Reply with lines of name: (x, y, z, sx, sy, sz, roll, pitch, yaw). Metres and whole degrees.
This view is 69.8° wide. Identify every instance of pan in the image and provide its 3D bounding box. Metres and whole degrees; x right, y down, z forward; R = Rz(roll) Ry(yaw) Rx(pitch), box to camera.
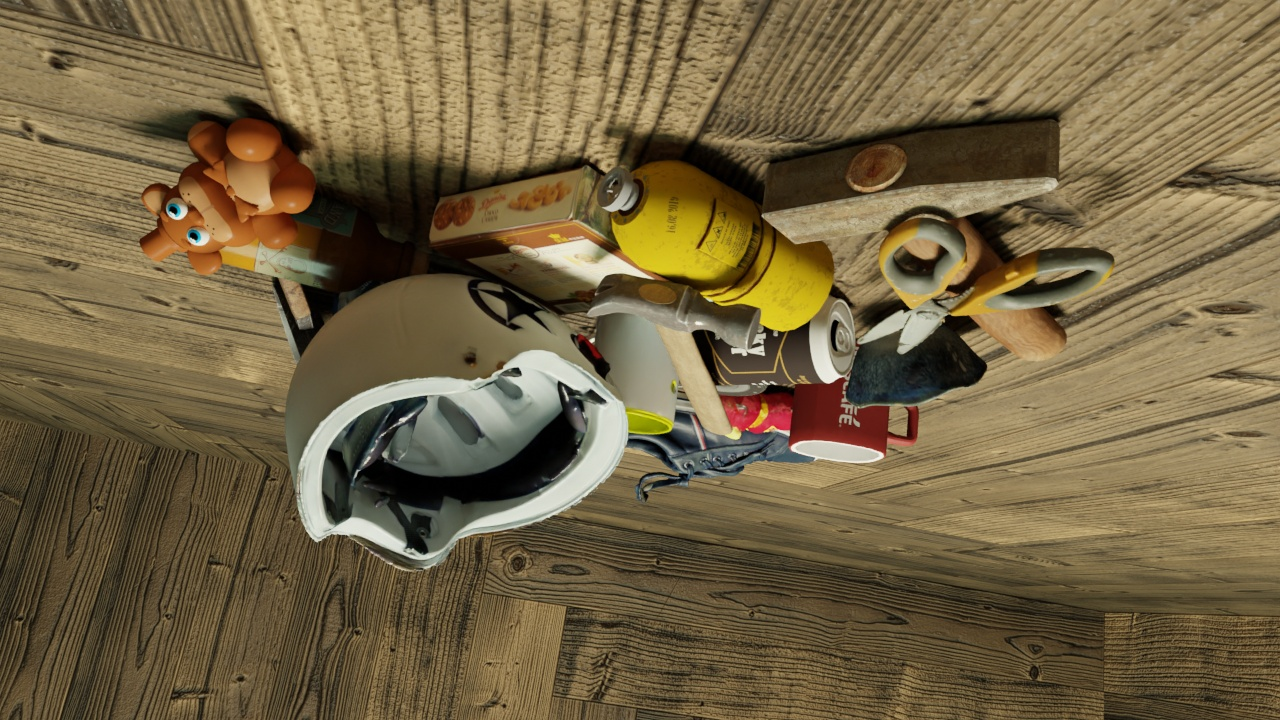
pan: (-0.313, -0.024, 0.866, 0.040, 0.207, 0.358, -18, 153, -22)

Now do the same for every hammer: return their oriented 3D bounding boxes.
hammer: (0.223, -0.059, 0.599, 0.158, 0.037, 0.300, -4, 160, 38)
hammer: (0.043, 0.008, 0.708, 0.119, 0.030, 0.331, 17, 168, 16)

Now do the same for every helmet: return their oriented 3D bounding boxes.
helmet: (-0.143, 0.032, 0.716, 0.237, 0.163, 0.263, -43, 143, 23)

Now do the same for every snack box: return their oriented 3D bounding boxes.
snack box: (-0.051, -0.081, 0.665, 0.143, 0.041, 0.147, -3, 160, 38)

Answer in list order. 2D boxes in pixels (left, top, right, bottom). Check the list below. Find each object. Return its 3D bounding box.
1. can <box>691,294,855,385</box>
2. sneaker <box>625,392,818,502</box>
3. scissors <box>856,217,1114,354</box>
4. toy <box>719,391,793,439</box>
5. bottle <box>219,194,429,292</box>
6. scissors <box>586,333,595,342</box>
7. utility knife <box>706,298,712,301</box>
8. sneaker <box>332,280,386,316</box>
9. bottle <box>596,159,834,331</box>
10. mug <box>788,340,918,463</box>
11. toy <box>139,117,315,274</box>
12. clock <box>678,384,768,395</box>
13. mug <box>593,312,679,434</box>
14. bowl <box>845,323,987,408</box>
can: (0.103, -0.016, 0.751, 0.129, 0.071, 0.072, -2, 161, 33)
sneaker: (0.082, 0.116, 1.129, 0.294, 0.127, 0.121, 11, 163, -13)
scissors: (0.204, -0.036, 0.588, 0.166, 0.016, 0.225, 6, 164, 11)
toy: (0.132, 0.057, 1.016, 0.106, 0.067, 0.137, -7, 166, 33)
bottle: (-0.240, -0.089, 0.695, 0.157, 0.067, 0.068, 15, 163, -19)
scissors: (-0.010, -0.004, 0.939, 0.133, 0.012, 0.084, -5, 134, -22)
utility knife: (0.037, -0.046, 0.715, 0.022, 0.015, 0.158, 20, 177, -25)
sneaker: (-0.201, 0.023, 0.832, 0.132, 0.270, 0.103, -7, -155, -9)
bottle: (0.045, -0.077, 0.578, 0.163, 0.071, 0.071, 21, 160, -37)
mug: (0.200, 0.040, 0.846, 0.116, 0.096, 0.081, 11, 164, -6)
toy: (-0.280, -0.105, 0.607, 0.128, 0.095, 0.065, -30, -163, 9)
clock: (0.075, 0.002, 0.877, 0.123, 0.043, 0.091, -2, 161, 33)
mug: (-0.005, 0.005, 0.819, 0.082, 0.106, 0.083, 8, 165, 2)
bowl: (0.215, -0.002, 0.738, 0.110, 0.055, 0.110, -16, -172, 2)
